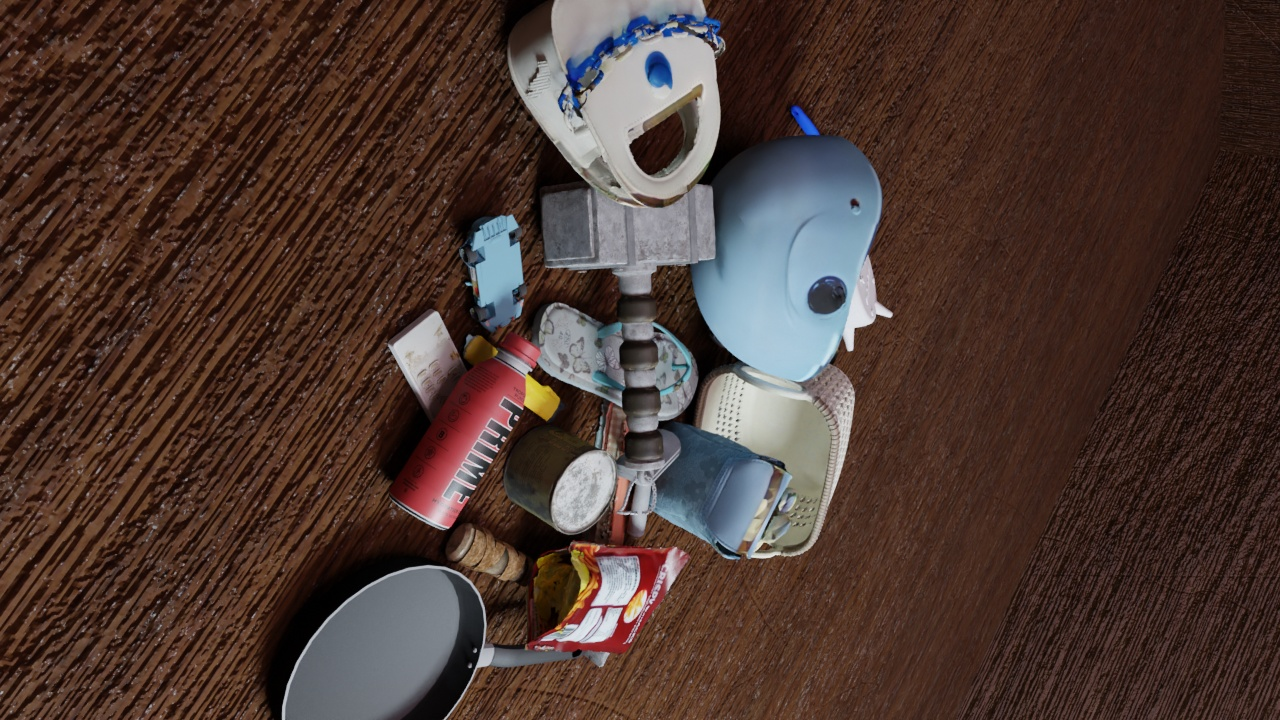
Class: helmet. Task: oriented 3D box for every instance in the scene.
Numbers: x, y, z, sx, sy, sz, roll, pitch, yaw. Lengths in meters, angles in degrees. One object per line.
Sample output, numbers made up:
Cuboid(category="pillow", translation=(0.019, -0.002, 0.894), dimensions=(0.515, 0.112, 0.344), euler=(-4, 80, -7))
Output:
Cuboid(category="helmet", translation=(0.139, -0.110, 0.984), dimensions=(0.166, 0.225, 0.266), euler=(3, 105, -11))

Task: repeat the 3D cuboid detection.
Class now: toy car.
Cuboid(category="toy car", translation=(-0.132, -0.079, 0.805), dimensions=(0.060, 0.027, 0.108), euler=(-36, 141, -35))

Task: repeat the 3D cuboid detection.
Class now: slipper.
Cuboid(category="slipper", translation=(-0.006, 0.006, 0.952), dimensions=(0.268, 0.055, 0.098), euler=(15, 73, -50))

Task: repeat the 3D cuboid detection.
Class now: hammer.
Cuboid(category="hammer", translation=(-0.096, 0.240, 0.984), dimensions=(0.121, 0.049, 0.318), euler=(-59, 140, -9))
Cuboid(category="hammer", translation=(-0.002, -0.015, 0.885), dimensions=(0.176, 0.080, 0.326), euler=(-10, 99, -48))

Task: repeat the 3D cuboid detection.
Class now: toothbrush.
Cuboid(category="toothbrush", translation=(0.229, -0.275, 1.157), dimensions=(0.182, 0.016, 0.018), euler=(31, 77, -52))

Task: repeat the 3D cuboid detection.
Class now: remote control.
Cuboid(category="remote control", translation=(-0.175, 0.021, 0.812), dimensions=(0.050, 0.011, 0.136), euler=(-44, 136, -28))

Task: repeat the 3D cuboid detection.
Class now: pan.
Cuboid(category="pan", translation=(-0.185, 0.284, 0.884), dimensions=(0.355, 0.044, 0.204), euler=(14, 97, -50))

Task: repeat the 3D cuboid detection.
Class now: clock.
Cuboid(category="clock", translation=(0.274, -0.107, 1.204), dimensions=(0.161, 0.073, 0.125), euler=(57, 34, -38))

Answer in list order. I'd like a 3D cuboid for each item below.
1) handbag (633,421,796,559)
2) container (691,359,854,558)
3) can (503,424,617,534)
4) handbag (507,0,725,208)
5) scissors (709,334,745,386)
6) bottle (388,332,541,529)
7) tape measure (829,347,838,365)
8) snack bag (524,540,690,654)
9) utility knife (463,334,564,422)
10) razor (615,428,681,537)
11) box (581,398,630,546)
Cuboid(category="handbag", translation=(0.088, 0.150, 1.037), dimensions=(0.118, 0.192, 0.121), euler=(30, 81, -37))
Cuboid(category="container", translation=(0.164, 0.104, 1.124), dimensions=(0.142, 0.185, 0.247), euler=(-37, 141, -49))
Cuboid(category="can", translation=(-0.080, 0.118, 0.919), dimensions=(0.089, 0.075, 0.090), euler=(-24, 125, -41))
Cuboid(category="handbag", translation=(0.000, -0.233, 0.783), dimensions=(0.200, 0.093, 0.199), euler=(-43, 112, -34))
Cuboid(category="scissors", translation=(0.134, -0.028, 1.156), dimensions=(0.174, 0.014, 0.141), euler=(4, 106, -55))
Cuboid(category="bottle", translation=(-0.146, 0.057, 0.800), dimensions=(0.176, 0.062, 0.062), euler=(-59, 141, -8))
Cuboid(category="tape measure", translation=(0.247, -0.019, 1.253), dimensions=(0.034, 0.061, 0.062), euler=(0, 122, -16))
Cuboid(category="snack bag", translation=(-0.032, 0.257, 0.981), dimensions=(0.207, 0.067, 0.139), euler=(23, 93, -51))
Cuboid(category="utility knife", translation=(-0.119, 0.018, 0.873), dimensions=(0.151, 0.017, 0.030), euler=(46, 65, -50))
Cuboid(category="razor", translation=(0.002, 0.144, 1.004), dimensions=(0.088, 0.047, 0.116), euler=(-39, 144, -53))
Cuboid(category="box", translation=(-0.026, 0.129, 1.012), dimensions=(0.059, 0.056, 0.187), euler=(3, 105, -18))
